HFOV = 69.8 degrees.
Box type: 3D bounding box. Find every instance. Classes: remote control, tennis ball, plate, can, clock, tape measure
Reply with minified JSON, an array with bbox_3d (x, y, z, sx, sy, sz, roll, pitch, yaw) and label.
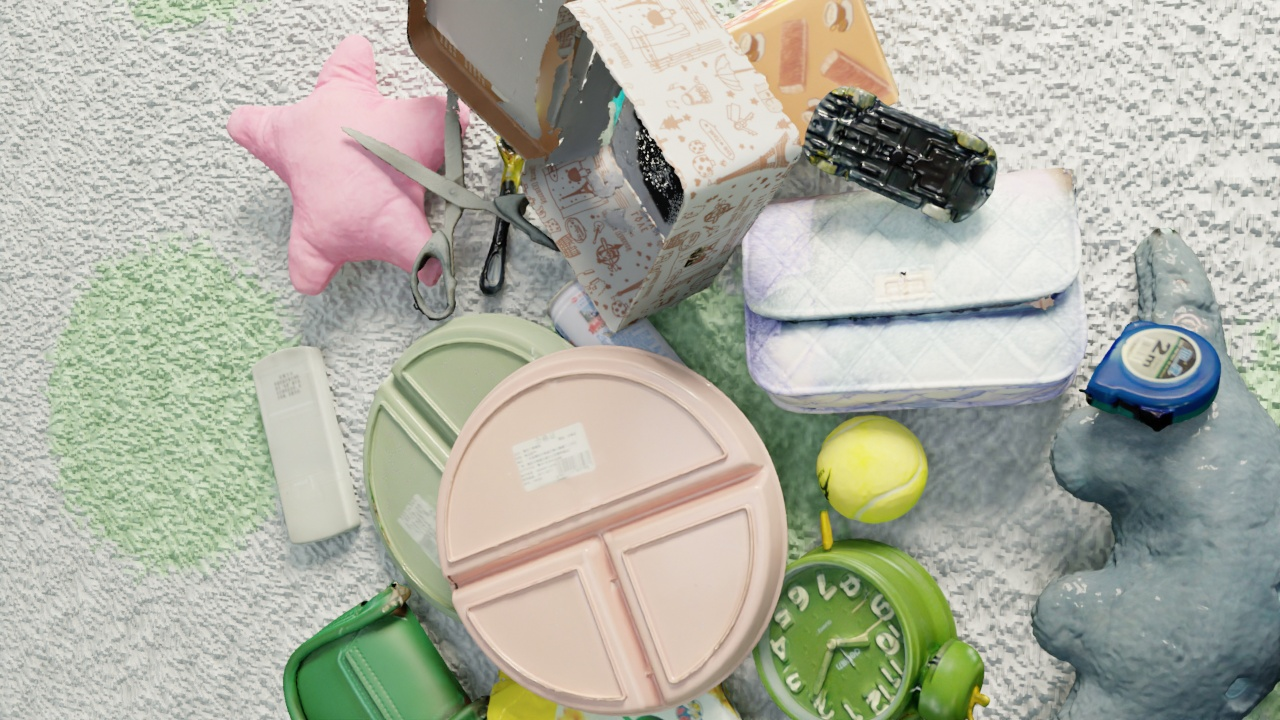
[{"bbox_3d":[-0.258,0.065,0.709,0.058,0.021,0.150,-17,84,17],"label":"remote control"},{"bbox_3d":[0.140,0.066,0.557,0.065,0.065,0.065,-1,88,18],"label":"tennis ball"},{"bbox_3d":[-0.027,0.105,0.558,0.230,0.028,0.229,0,90,19],"label":"plate"},{"bbox_3d":[-0.004,0.004,0.611,0.053,0.053,0.134,-42,77,12],"label":"can"},{"bbox_3d":[-0.104,0.083,0.631,0.231,0.027,0.230,4,98,27],"label":"plate"},{"bbox_3d":[0.132,0.178,0.538,0.116,0.056,0.161,-51,58,21],"label":"clock"},{"bbox_3d":[0.263,0.008,0.468,0.054,0.025,0.058,26,67,39],"label":"tape measure"}]

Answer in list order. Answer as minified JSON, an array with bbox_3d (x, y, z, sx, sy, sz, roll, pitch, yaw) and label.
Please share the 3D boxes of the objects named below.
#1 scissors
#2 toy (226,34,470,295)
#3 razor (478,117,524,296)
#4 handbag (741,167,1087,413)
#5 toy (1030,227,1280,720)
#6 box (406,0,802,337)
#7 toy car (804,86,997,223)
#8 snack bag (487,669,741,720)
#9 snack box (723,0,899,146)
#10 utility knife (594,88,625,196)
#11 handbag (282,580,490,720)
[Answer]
[{"bbox_3d":[-0.133,-0.112,0.640,0.177,0.014,0.159,30,86,-6],"label":"scissors"},{"bbox_3d":[-0.197,-0.138,0.671,0.178,0.074,0.194,-27,84,5],"label":"toy"},{"bbox_3d":[-0.096,-0.116,0.662,0.042,0.022,0.143,11,93,-8],"label":"razor"},{"bbox_3d":[0.159,-0.040,0.544,0.194,0.075,0.134,-4,73,16],"label":"handbag"},{"bbox_3d":[0.284,0.100,0.492,0.138,0.091,0.356,13,83,23],"label":"toy"},{"bbox_3d":[-0.039,-0.166,0.546,0.088,0.178,0.262,-28,77,-24],"label":"box"},{"bbox_3d":[0.143,-0.114,0.505,0.105,0.031,0.049,25,116,8],"label":"toy car"},{"bbox_3d":[0.015,0.285,0.589,0.158,0.068,0.246,-32,78,14],"label":"snack bag"},{"bbox_3d":[0.092,-0.178,0.553,0.094,0.092,0.077,-23,110,16],"label":"snack box"},{"bbox_3d":[-0.025,-0.154,0.644,0.029,0.013,0.193,7,91,18],"label":"utility knife"},{"bbox_3d":[-0.179,0.236,0.652,0.120,0.068,0.131,-44,75,15],"label":"handbag"}]
